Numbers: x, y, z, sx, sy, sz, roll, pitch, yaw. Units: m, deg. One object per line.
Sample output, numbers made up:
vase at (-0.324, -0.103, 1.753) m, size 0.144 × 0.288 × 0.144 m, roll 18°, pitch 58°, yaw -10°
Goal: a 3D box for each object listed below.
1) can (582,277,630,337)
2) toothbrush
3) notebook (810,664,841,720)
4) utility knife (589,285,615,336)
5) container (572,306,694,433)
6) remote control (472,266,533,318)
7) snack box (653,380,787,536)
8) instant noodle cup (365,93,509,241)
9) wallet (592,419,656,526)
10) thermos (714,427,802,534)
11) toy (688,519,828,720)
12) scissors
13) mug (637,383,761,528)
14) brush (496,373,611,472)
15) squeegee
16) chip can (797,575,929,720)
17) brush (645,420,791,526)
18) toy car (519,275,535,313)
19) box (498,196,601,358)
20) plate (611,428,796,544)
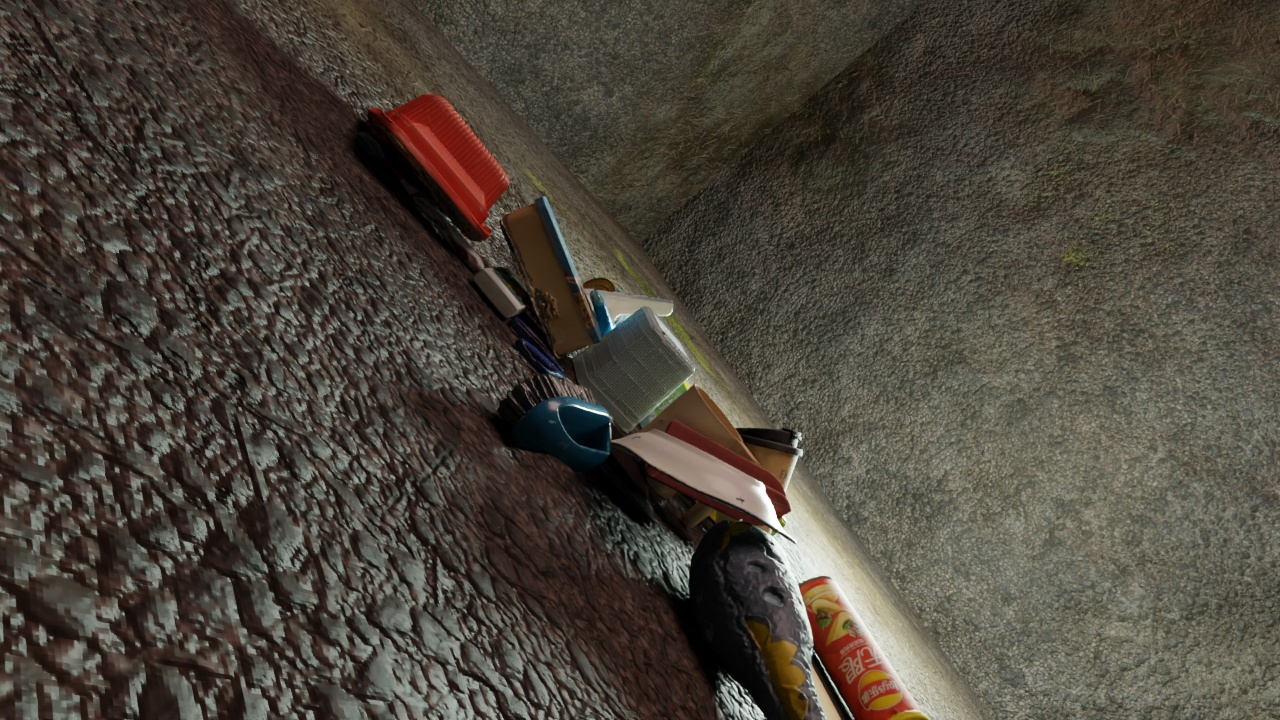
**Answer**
can at (-0.041, -0.059, 1.305) m, size 0.111 × 0.075 × 0.075 m, roll 41°, pitch 12°, yaw -51°
toothbrush at (-0.227, -0.163, 0.949) m, size 0.187 × 0.016 × 0.017 m, roll 50°, pitch 16°, yaw -8°
notebook at (0.171, 0.342, 0.879) m, size 0.149 × 0.012 × 0.211 m, roll 47°, pitch 9°, yaw -35°
utility knife at (-0.042, -0.050, 1.083) m, size 0.034 × 0.018 × 0.166 m, roll 61°, pitch -4°, yaw 21°
container at (-0.006, 0.006, 1.060) m, size 0.090 × 0.111 × 0.090 m, roll 47°, pitch 8°, yaw -23°
remote control at (-0.143, -0.075, 0.985) m, size 0.056 × 0.019 × 0.135 m, roll 51°, pitch 6°, yaw -3°
snack box at (0.093, 0.131, 1.201) m, size 0.157 × 0.070 × 0.210 m, roll 47°, pitch 8°, yaw -26°
instant noodle cup at (-0.213, -0.217, 0.986) m, size 0.164 × 0.079 × 0.189 m, roll 50°, pitch -6°, yaw -27°
wallet at (-0.023, 0.098, 0.888) m, size 0.096 × 0.020 × 0.122 m, roll 48°, pitch 10°, yaw -20°
thermos at (0.128, 0.143, 1.047) m, size 0.093 × 0.143 × 0.093 m, roll 13°, pitch -4°, yaw 1°
toy at (0.098, 0.209, 0.783) m, size 0.138 × 0.091 × 0.356 m, roll 52°, pitch 8°, yaw -13°
scissors at (-0.078, 0.022, 0.944) m, size 0.169 × 0.012 × 0.146 m, roll 51°, pitch 7°, yaw 3°
mug at (0.057, 0.104, 0.993) m, size 0.124 × 0.103 × 0.084 m, roll 54°, pitch 9°, yaw 19°
brush at (-0.059, 0.055, 0.735) m, size 0.073 × 0.055 × 0.143 m, roll 53°, pitch 8°, yaw 17°
squeegee at (-0.014, 0.017, 1.185) m, size 0.246 × 0.039 × 0.246 m, roll 4°, pitch 53°, yaw -42°
chip can at (0.248, 0.348, 1.061) m, size 0.073 × 0.073 × 0.216 m, roll 45°, pitch 10°, yaw -35°
brush at (0.082, 0.119, 0.918) m, size 0.146 × 0.063 × 0.069 m, roll 28°, pitch -11°, yaw -3°
toy car at (-0.111, -0.065, 1.088) m, size 0.122 × 0.037 × 0.056 m, roll 62°, pitch 9°, yaw -8°
box at (-0.100, -0.097, 1.005) m, size 0.089 × 0.059 × 0.184 m, roll -109°, pitch 179°, yaw -77°
plate at (0.052, 0.099, 0.801) m, size 0.163 × 0.034 × 0.164 m, roll 30°, pitch -7°, yaw -26°
